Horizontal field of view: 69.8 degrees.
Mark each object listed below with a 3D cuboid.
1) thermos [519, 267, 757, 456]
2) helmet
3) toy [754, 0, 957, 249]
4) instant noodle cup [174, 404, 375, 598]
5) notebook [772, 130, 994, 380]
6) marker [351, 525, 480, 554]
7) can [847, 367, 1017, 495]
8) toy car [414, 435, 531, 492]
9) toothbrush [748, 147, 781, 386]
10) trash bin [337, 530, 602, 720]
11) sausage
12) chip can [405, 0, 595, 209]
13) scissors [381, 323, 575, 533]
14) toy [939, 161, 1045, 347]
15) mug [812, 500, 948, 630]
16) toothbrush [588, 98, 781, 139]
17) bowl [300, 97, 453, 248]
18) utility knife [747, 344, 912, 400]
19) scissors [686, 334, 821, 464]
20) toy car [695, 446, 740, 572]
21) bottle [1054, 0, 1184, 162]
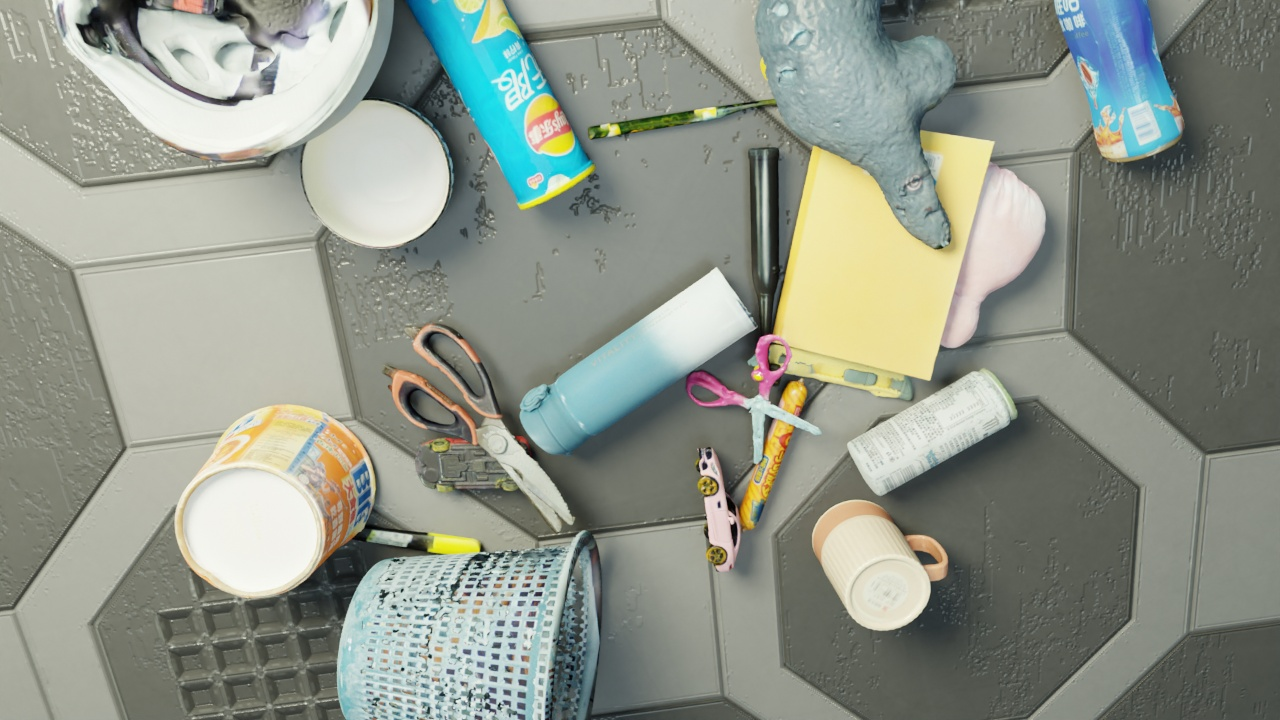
[{"bbox_3d":[-0.005,0.005,0.807,0.220,0.070,0.070,-34,107,6],"label":"thermos"},{"bbox_3d":[-0.276,-0.268,0.653,0.229,0.145,0.258,-20,97,8],"label":"helmet"},{"bbox_3d":[0.164,-0.249,0.723,0.138,0.091,0.356,-18,98,-4],"label":"toy"},{"bbox_3d":[-0.318,0.125,0.793,0.151,0.111,0.151,0,104,-2],"label":"instant noodle cup"},{"bbox_3d":[0.204,-0.097,0.791,0.146,0.010,0.206,14,107,16],"label":"notebook"},{"bbox_3d":[-0.214,0.170,0.872,0.124,0.015,0.018,8,108,-4],"label":"marker"},{"bbox_3d":[0.269,0.066,0.850,0.147,0.058,0.058,-31,107,5],"label":"can"},{"bbox_3d":[-0.153,0.093,0.842,0.106,0.031,0.049,-3,106,2],"label":"toy car"},{"bbox_3d":[0.111,-0.078,0.806,0.027,0.026,0.213,5,108,28],"label":"toothbrush"},{"bbox_3d":[-0.148,0.257,0.815,0.195,0.226,0.227,4,107,8],"label":"trash bin"},{"bbox_3d":[0.123,0.091,0.866,0.021,0.021,0.165,15,106,-9],"label":"sausage"},{"bbox_3d":[-0.116,-0.227,0.722,0.071,0.071,0.210,-28,108,4],"label":"chip can"},{"bbox_3d":[-0.144,0.069,0.808,0.194,0.015,0.206,-2,95,12],"label":"scissors"},{"bbox_3d":[0.277,-0.094,0.802,0.121,0.054,0.160,25,103,-3],"label":"toy"},{"bbox_3d":[0.230,0.190,0.861,0.114,0.105,0.082,-2,108,-3],"label":"mug"},{"bbox_3d":[0.048,-0.203,0.774,0.186,0.012,0.017,-9,119,-1],"label":"toothbrush"},{"bbox_3d":[-0.207,-0.153,0.742,0.116,0.066,0.116,-1,107,-3],"label":"bowl"},{"bbox_3d":[0.179,0.010,0.852,0.162,0.018,0.031,12,102,-3],"label":"utility knife"},{"bbox_3d":[0.101,0.036,0.833,0.136,0.017,0.133,6,116,16],"label":"scissors"},{"bbox_3d":[0.073,0.140,0.861,0.037,0.056,0.122,-8,108,2],"label":"toy car"},{"bbox_3d":[0.381,-0.272,0.749,0.065,0.065,0.219,-26,106,4],"label":"bottle"}]
